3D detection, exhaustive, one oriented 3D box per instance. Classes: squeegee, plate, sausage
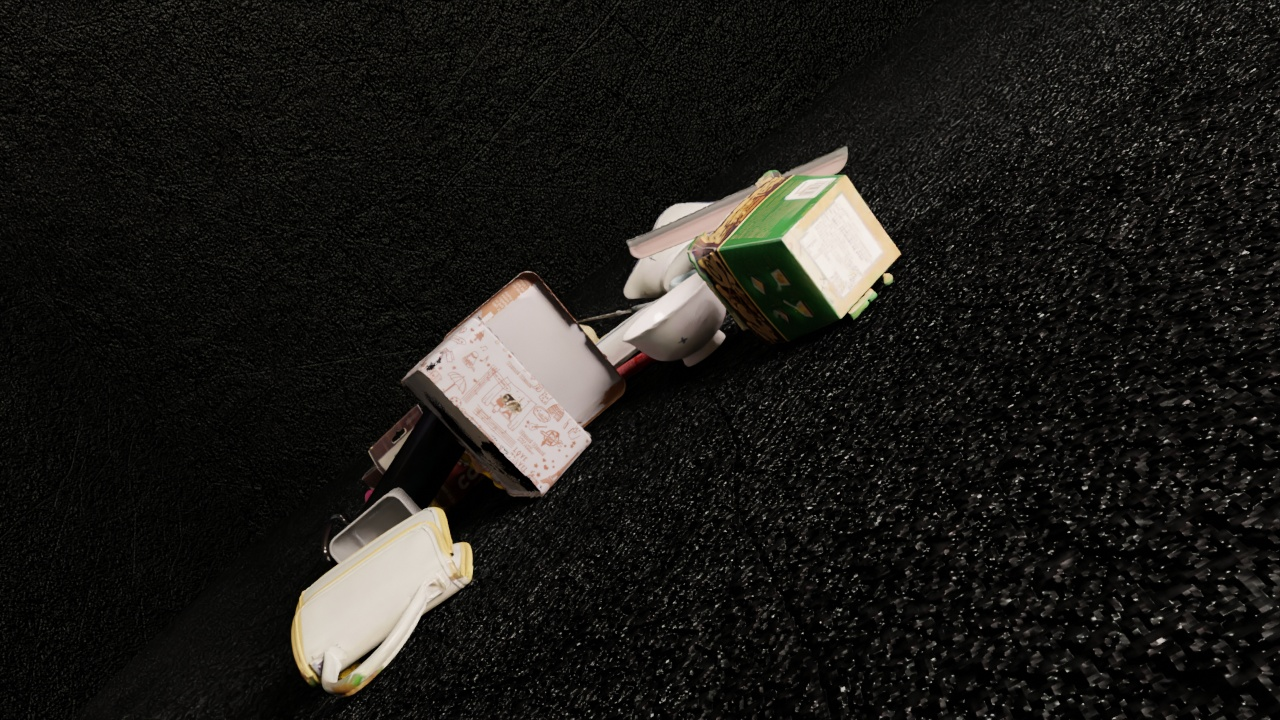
[{"bbox_3d":[0.099,-0.108,1.003,0.247,0.040,0.250,-26,-16,-11],"label":"squeegee"},{"bbox_3d":[0.065,-0.140,1.235,0.163,0.034,0.165,-12,-38,-42],"label":"plate"},{"bbox_3d":[-0.065,0.013,1.149,0.265,0.034,0.162,-38,-1,-3],"label":"plate"},{"bbox_3d":[-0.006,0.006,1.077,0.156,0.020,0.020,-32,12,35],"label":"sausage"}]

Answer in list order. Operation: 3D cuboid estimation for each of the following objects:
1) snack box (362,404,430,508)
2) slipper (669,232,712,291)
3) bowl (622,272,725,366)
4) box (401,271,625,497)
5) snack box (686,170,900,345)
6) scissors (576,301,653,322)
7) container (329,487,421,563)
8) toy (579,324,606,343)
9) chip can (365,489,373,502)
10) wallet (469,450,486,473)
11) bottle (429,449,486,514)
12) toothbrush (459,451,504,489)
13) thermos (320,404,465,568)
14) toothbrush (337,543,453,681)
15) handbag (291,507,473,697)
[{"bbox_3d":[-0.297,0.143,1.215,0.053,0.125,0.113,-35,11,37],"label":"snack box"},{"bbox_3d":[0.131,-0.157,1.146,0.246,0.074,0.104,-35,11,17],"label":"slipper"},{"bbox_3d":[0.047,-0.034,0.923,0.118,0.065,0.118,-38,10,8],"label":"bowl"},{"bbox_3d":[-0.114,0.017,0.965,0.192,0.183,0.157,-46,12,-20],"label":"box"},{"bbox_3d":[0.128,-0.086,0.721,0.118,0.117,0.106,-46,16,-19],"label":"snack box"},{"bbox_3d":[-0.023,-0.067,1.264,0.159,0.014,0.176,-13,4,-36],"label":"scissors"},{"bbox_3d":[-0.273,0.197,1.007,0.090,0.090,0.114,-40,6,-8],"label":"container"},{"bbox_3d":[-0.083,-0.017,1.265,0.105,0.066,0.157,-5,-4,8],"label":"toy"},{"bbox_3d":[-0.299,0.157,1.331,0.211,0.071,0.071,-38,10,10],"label":"chip can"},{"bbox_3d":[-0.152,0.063,1.050,0.115,0.101,0.020,-24,23,-18],"label":"wallet"},{"bbox_3d":[-0.211,0.122,1.195,0.174,0.057,0.058,-45,11,-29],"label":"bottle"},{"bbox_3d":[-0.204,0.121,1.107,0.016,0.018,0.191,-32,27,-24],"label":"toothbrush"},{"bbox_3d":[-0.289,0.148,1.097,0.242,0.090,0.068,-56,4,-3],"label":"thermos"},{"bbox_3d":[-0.230,0.236,0.875,0.017,0.016,0.189,-27,15,34],"label":"toothbrush"},{"bbox_3d":[-0.228,0.214,0.804,0.163,0.063,0.179,-34,18,-5],"label":"handbag"}]
